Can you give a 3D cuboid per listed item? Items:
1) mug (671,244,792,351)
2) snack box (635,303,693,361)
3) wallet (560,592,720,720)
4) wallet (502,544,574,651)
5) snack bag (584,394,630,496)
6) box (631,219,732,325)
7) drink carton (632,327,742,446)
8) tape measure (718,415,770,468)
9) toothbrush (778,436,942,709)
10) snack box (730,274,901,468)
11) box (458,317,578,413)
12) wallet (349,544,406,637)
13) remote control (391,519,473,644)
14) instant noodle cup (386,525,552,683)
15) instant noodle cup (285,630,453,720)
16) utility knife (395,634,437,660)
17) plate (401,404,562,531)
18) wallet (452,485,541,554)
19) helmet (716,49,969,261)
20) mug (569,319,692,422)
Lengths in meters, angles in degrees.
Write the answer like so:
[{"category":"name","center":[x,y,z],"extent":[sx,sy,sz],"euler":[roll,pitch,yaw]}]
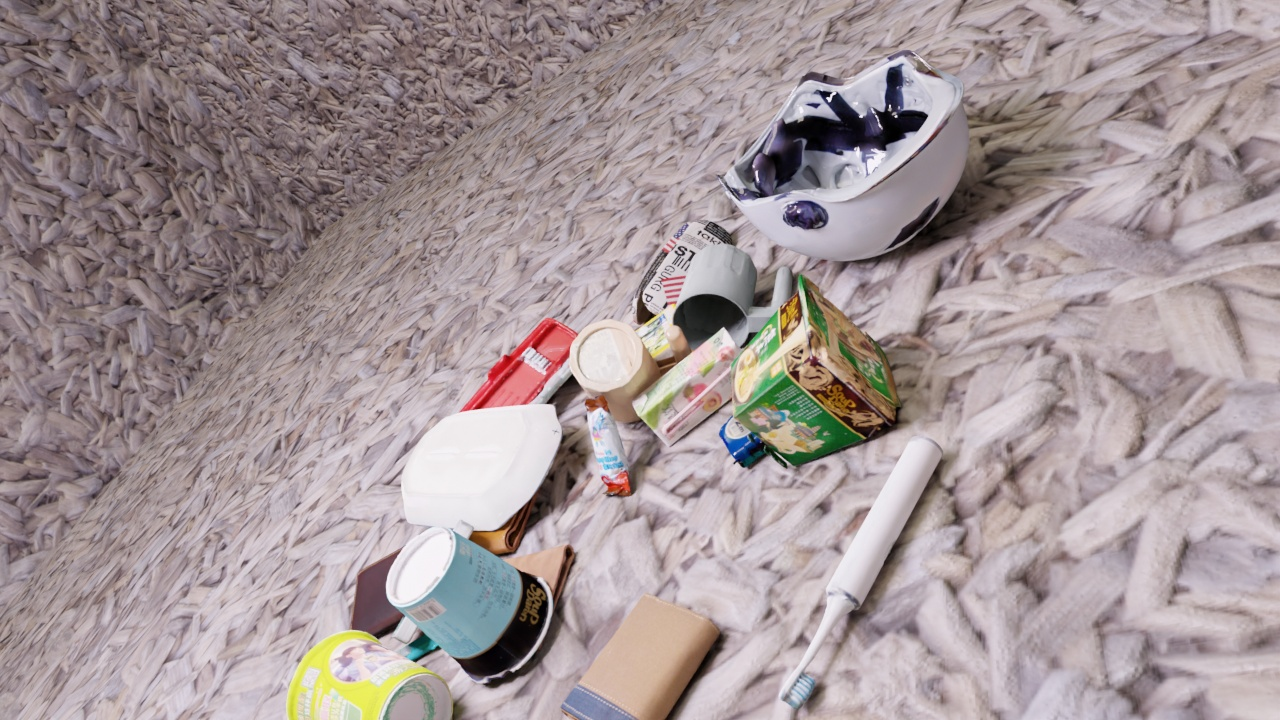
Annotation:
[{"category":"mug","center":[0.104,-0.068,1.004],"extent":[0.124,0.084,0.103],"euler":[0,39,15]},{"category":"snack box","center":[0.000,-0.001,1.073],"extent":[0.140,0.034,0.087],"euler":[-38,26,8]},{"category":"wallet","center":[-0.001,0.238,0.702],"extent":[0.090,0.033,0.115],"euler":[4,49,51]},{"category":"wallet","center":[-0.119,0.234,0.880],"extent":[0.101,0.020,0.115],"euler":[-20,36,33]},{"category":"snack bag","center":[-0.033,0.086,0.924],"extent":[0.026,0.105,0.045],"euler":[-14,0,-29]},{"category":"box","center":[0.049,-0.108,1.170],"extent":[0.161,0.075,0.086],"euler":[-58,0,-26]},{"category":"drink carton","center":[0.056,0.029,0.928],"extent":[0.122,0.053,0.045],"euler":[-38,27,5]},{"category":"tape measure","center":[0.101,0.068,0.840],"extent":[0.054,0.025,0.058],"euler":[-36,30,5]},{"category":"toothbrush","center":[0.155,0.144,0.646],"extent":[0.026,0.027,0.220],"euler":[25,63,25]},{"category":"snack box","center":[0.139,0.017,0.784],"extent":[0.106,0.118,0.117],"euler":[-38,25,27]},{"category":"box","center":[-0.139,0.034,1.176],"extent":[0.200,0.069,0.158],"euler":[-49,33,-18]},{"category":"wallet","center":[-0.279,0.256,1.027],"extent":[0.122,0.020,0.096],"euler":[-31,42,24]},{"category":"remote control","center":[-0.215,0.228,0.952],"extent":[0.134,0.019,0.056],"euler":[-62,7,-22]},{"category":"instant noodle cup","center":[-0.157,0.210,0.819],"extent":[0.111,0.120,0.111],"euler":[-28,35,21]},{"category":"instant noodle cup","center":[-0.237,0.311,0.828],"extent":[0.124,0.112,0.111],"euler":[-2,45,41]},{"category":"utility knife","center":[-0.257,0.312,0.944],"extent":[0.185,0.013,0.029],"euler":[-33,24,14]},{"category":"plate","center":[-0.195,0.115,1.056],"extent":[0.266,0.034,0.161],"euler":[-6,51,46]},{"category":"wallet","center":[-0.170,0.171,1.034],"extent":[0.131,0.035,0.118],"euler":[-19,40,38]},{"category":"helmet","center":[0.223,-0.188,0.941],"extent":[0.259,0.146,0.228],"euler":[8,55,47]},{"category":"mug","center":[-0.006,0.006,0.969],"extent":[0.125,0.103,0.084],"euler":[-18,68,6]}]
